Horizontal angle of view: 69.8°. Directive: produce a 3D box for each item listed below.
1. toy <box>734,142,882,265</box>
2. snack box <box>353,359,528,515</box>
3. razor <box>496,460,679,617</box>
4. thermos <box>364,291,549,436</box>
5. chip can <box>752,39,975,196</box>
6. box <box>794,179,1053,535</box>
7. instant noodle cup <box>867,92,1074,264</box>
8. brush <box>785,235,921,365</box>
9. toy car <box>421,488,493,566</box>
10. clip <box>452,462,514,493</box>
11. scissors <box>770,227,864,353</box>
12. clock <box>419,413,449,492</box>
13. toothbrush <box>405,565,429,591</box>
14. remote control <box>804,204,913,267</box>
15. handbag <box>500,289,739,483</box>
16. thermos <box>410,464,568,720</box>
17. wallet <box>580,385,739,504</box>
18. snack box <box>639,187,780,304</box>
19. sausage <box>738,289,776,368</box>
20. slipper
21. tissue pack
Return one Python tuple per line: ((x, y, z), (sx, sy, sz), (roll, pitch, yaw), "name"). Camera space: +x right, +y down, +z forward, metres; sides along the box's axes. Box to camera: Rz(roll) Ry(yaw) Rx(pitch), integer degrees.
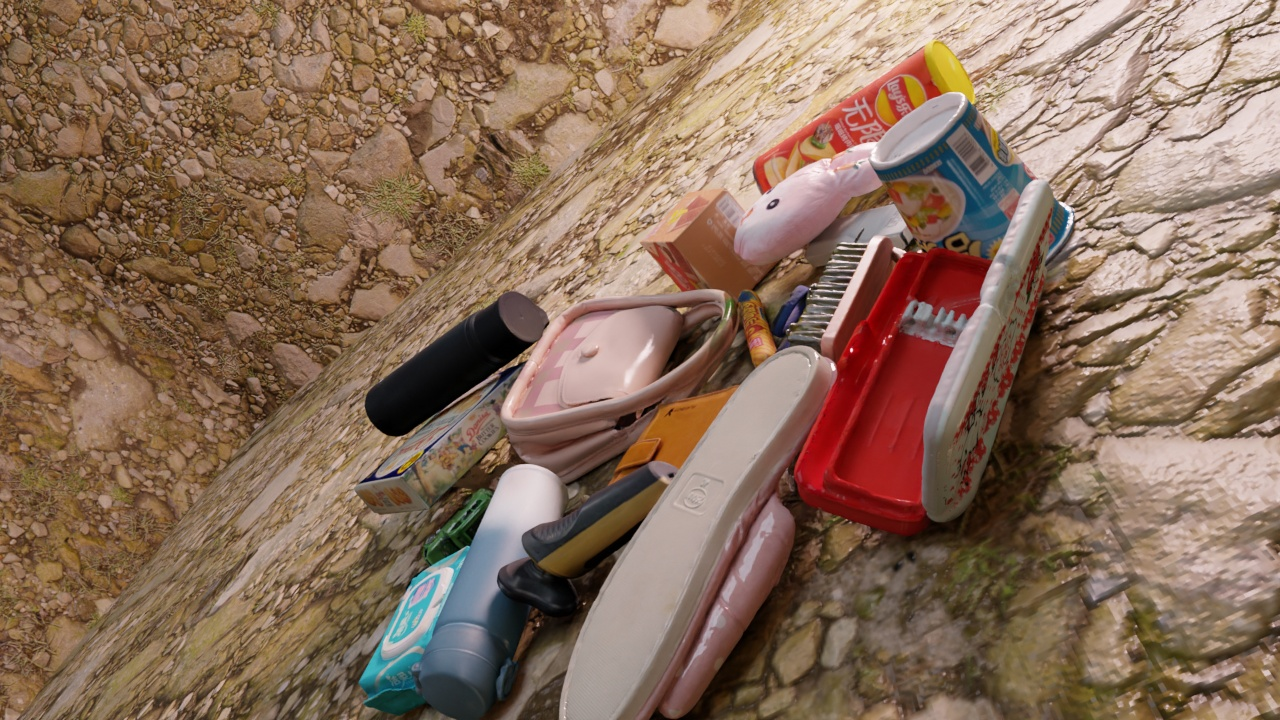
((0.150, -0.141, 0.808), (0.160, 0.054, 0.121), (-32, 18, 18), "toy")
((-0.199, 0.084, 0.967), (0.182, 0.046, 0.178), (-45, 14, -30), "snack box")
((-0.030, 0.123, 0.639), (0.168, 0.067, 0.062), (-40, -22, 29), "razor")
((-0.197, 0.008, 1.000), (0.243, 0.068, 0.089), (-30, -19, 34), "thermos")
((0.212, -0.224, 0.902), (0.217, 0.073, 0.073), (-27, 25, 40), "chip can")
((0.156, -0.011, 0.499), (0.095, 0.100, 0.200), (14, 51, 27), "box")
((0.209, -0.110, 0.599), (0.099, 0.110, 0.099), (-37, 20, 16), "instant noodle cup")
((0.155, -0.034, 0.633), (0.073, 0.063, 0.145), (8, 44, 29), "brush")
((-0.166, 0.165, 0.874), (0.091, 0.043, 0.036), (-47, 19, -11), "toy car")
((-0.159, 0.139, 0.959), (0.104, 0.087, 0.034), (0, 37, 24), "clip")
((0.128, -0.041, 0.690), (0.162, 0.012, 0.162), (-62, -18, -1), "scissors")
((-0.236, 0.108, 1.122), (0.116, 0.056, 0.161), (-47, 19, -8), "clock")
((-0.162, 0.168, 0.910), (0.189, 0.014, 0.016), (-41, 6, 4), "toothbrush")
((0.189, -0.108, 0.771), (0.049, 0.024, 0.125), (-51, 21, -21), "remote control")
((-0.005, 0.005, 0.854), (0.235, 0.093, 0.192), (-20, 30, 36), "handbag")
((-0.109, 0.173, 0.712), (0.070, 0.070, 0.219), (-33, 22, 27), "thermos")
((0.020, 0.080, 0.703), (0.119, 0.035, 0.130), (-12, 36, 47), "wallet")
((0.068, -0.110, 0.915), (0.077, 0.093, 0.094), (-46, 19, -9), "snack box")
((0.099, -0.027, 0.783), (0.021, 0.021, 0.165), (-38, 19, 16), "sausage")
((0.043, 0.111, 0.541), (0.273, 0.054, 0.114), (-58, 19, -18), "slipper")
((-0.167, 0.219, 0.745), (0.093, 0.050, 0.133), (-33, 21, 26), "tissue pack")
